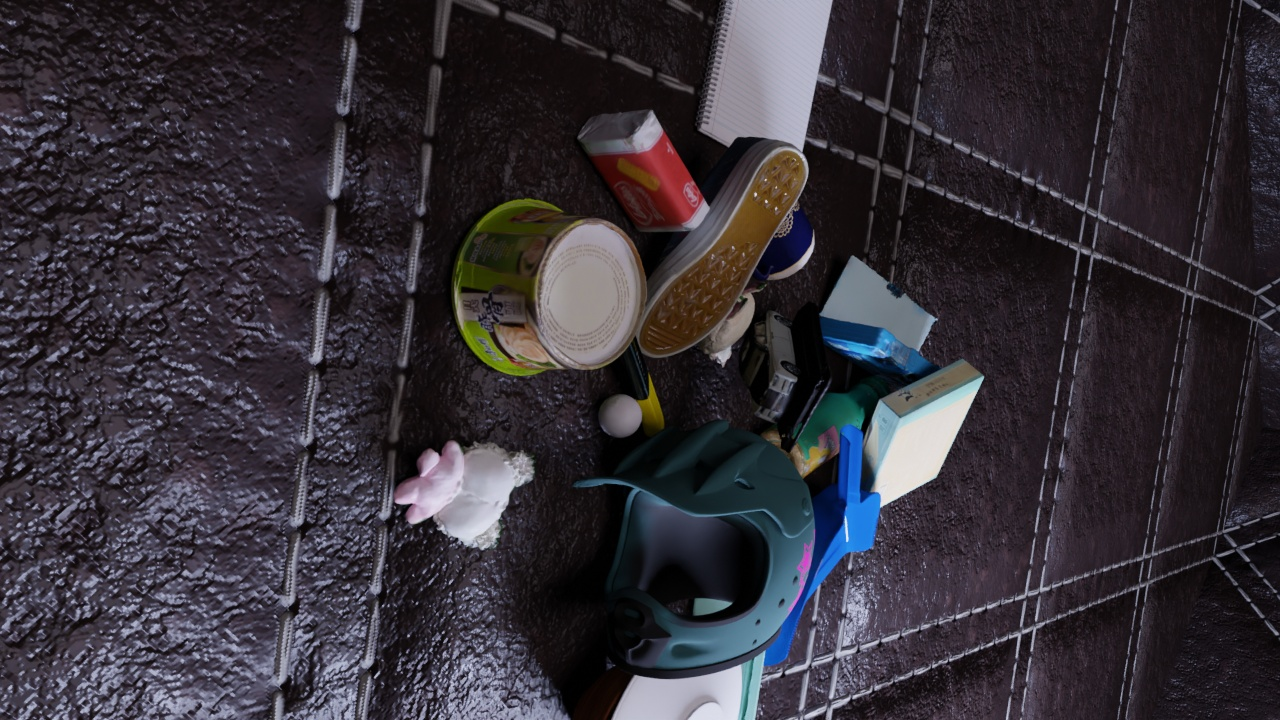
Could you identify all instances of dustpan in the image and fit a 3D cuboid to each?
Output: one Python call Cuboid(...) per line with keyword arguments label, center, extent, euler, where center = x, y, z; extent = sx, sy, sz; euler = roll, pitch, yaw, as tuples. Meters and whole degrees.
Cuboid(label="dustpan", center=(0.214, 0.186, 1.049), extent=(0.244, 0.060, 0.258), euler=(-33, 128, -46))

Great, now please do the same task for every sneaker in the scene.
Cuboid(label="sneaker", center=(0.062, -0.109, 0.868), extent=(0.087, 0.079, 0.235), euler=(30, 100, -40))

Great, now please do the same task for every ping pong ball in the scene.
Cuboid(label="ping pong ball", center=(-0.019, 0.051, 0.849), extent=(0.040, 0.040, 0.040), euler=(-10, 104, -44))

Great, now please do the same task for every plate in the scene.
Cuboid(label="plate", center=(0.044, 0.367, 0.881), extent=(0.228, 0.030, 0.229), euler=(-16, 111, -48))

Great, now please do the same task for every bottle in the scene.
Cuboid(label="bottle", center=(0.223, 0.073, 1.077), extent=(0.209, 0.068, 0.068), euler=(-26, 115, -40))

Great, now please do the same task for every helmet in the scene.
Cuboid(label="helmet", center=(0.053, 0.154, 0.832), extent=(0.274, 0.177, 0.200), euler=(-6, 102, -57))

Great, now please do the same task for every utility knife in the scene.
Cuboid(label="utility knife", center=(-0.005, 0.005, 0.846), extent=(0.028, 0.020, 0.173), euler=(-82, 161, -49))

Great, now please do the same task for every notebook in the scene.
Cuboid(label="notebook", center=(0.137, -0.332, 0.957), extent=(0.177, 0.013, 0.245), euler=(13, 88, -47))

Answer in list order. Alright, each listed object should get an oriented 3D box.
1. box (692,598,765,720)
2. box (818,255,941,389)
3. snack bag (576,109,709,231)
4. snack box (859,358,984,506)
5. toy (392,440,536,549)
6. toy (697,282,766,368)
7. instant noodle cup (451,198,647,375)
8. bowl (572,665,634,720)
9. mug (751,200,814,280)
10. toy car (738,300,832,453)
Cuboid(label="box", center=(0.081, 0.344, 1.010), extent=(0.093, 0.077, 0.188), euler=(8, 93, -11))
Cuboid(label="box", center=(0.325, -0.035, 1.142), extent=(0.243, 0.094, 0.115), euler=(24, 84, -45))
Cuboid(label="snack bag", center=(0.004, -0.164, 0.806), extent=(0.036, 0.077, 0.116), euler=(-57, 131, -25))
Cuboid(label="snack box", center=(0.333, 0.100, 1.133), extent=(0.141, 0.044, 0.194), euler=(-22, 140, -26))
Cuboid(label="toy", center=(-0.144, 0.101, 0.732), extent=(0.108, 0.041, 0.096), euler=(25, 94, -41))
Cuboid(label="toy", center=(0.088, -0.039, 0.933), extent=(0.050, 0.113, 0.087), euler=(35, 53, 2))
Cuboid(label="instant noodle cup", center=(-0.068, -0.055, 0.738), extent=(0.145, 0.098, 0.146), euler=(-10, 105, -44))
Cuboid(label="bowl", center=(-0.023, 0.347, 0.877), extent=(0.147, 0.069, 0.147), euler=(-16, 111, -48))
Cuboid(label="mug", center=(0.129, -0.120, 0.929), extent=(0.089, 0.086, 0.111), euler=(48, 44, -42))
Cuboid(label="toy car", center=(0.138, 0.003, 0.933), extent=(0.191, 0.071, 0.094), euler=(-79, -171, -63))
